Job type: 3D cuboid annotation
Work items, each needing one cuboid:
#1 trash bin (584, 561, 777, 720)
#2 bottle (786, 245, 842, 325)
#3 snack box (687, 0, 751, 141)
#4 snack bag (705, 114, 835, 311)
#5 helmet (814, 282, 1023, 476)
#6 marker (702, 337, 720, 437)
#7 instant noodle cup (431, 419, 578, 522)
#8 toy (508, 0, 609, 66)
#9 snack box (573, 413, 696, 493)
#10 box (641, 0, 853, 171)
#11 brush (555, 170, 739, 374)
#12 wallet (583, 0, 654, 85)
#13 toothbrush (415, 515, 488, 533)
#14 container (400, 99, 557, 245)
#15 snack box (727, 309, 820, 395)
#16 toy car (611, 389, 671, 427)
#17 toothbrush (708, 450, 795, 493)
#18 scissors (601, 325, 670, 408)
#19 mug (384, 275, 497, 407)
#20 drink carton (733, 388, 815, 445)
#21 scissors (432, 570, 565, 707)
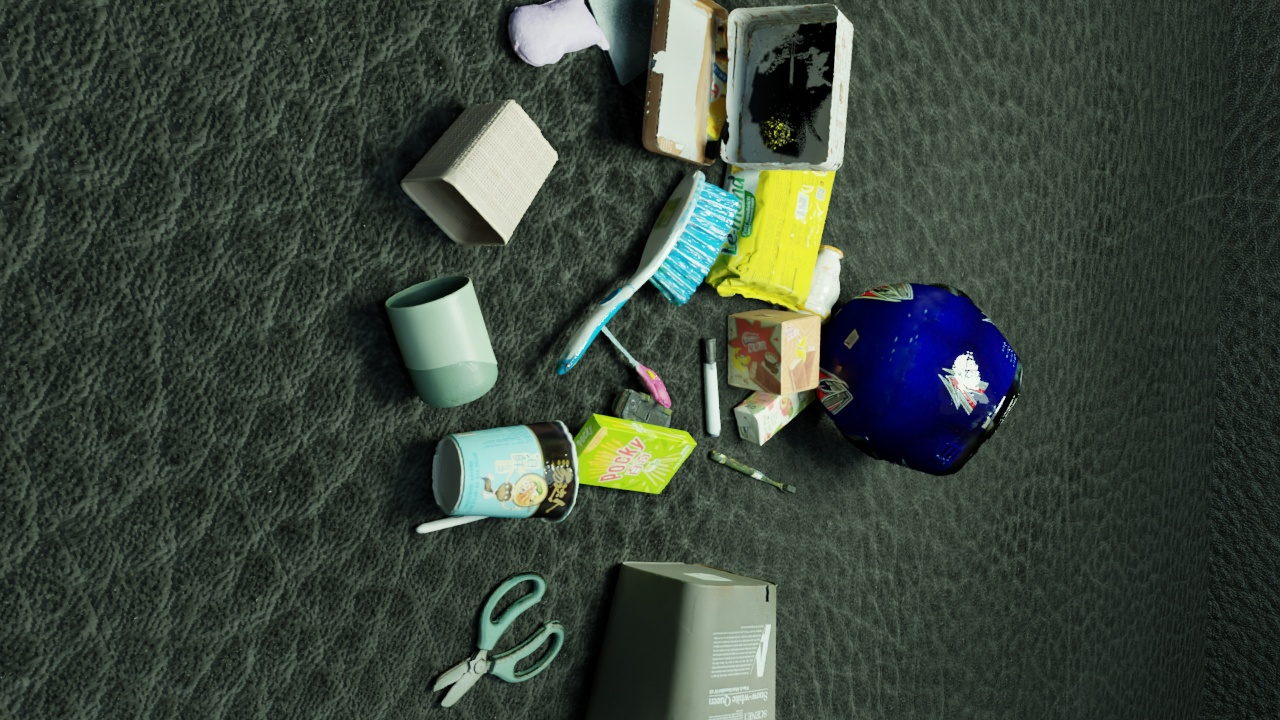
[{"bbox_3d":[0.057,0.362,1.091,0.198,0.199,0.219,13,83,-43],"label":"trash bin"},{"bbox_3d":[0.242,-0.102,1.251,0.063,0.063,0.108,30,78,-41],"label":"bottle"},{"bbox_3d":[0.075,-0.340,1.078,0.087,0.034,0.140,26,82,-41],"label":"snack box"},{"bbox_3d":[0.174,-0.188,1.172,0.157,0.068,0.246,12,89,-43],"label":"snack bag"},{"bbox_3d":[0.358,0.017,1.259,0.247,0.240,0.315,-57,174,-1],"label":"helmet"},{"bbox_3d":[0.091,0.034,1.171,0.022,0.018,0.131,-21,111,-48],"label":"marker"},{"bbox_3d":[-0.140,0.114,0.923,0.120,0.111,0.111,1,97,-35],"label":"instant noodle cup"},{"bbox_3d":[-0.087,-0.338,0.927,0.107,0.039,0.084,-34,105,-28],"label":"toy"},{"bbox_3d":[-0.015,0.109,1.057,0.156,0.026,0.086,16,119,-43],"label":"snack box"},{"bbox_3d":[0.132,-0.305,1.002,0.217,0.158,0.180,-2,100,-55],"label":"box"},{"bbox_3d":[0.011,-0.091,1.043,0.109,0.061,0.313,40,67,-33],"label":"brush"},{"bbox_3d":[-0.014,-0.375,1.002,0.097,0.019,0.121,-42,124,-27],"label":"wallet"},{"bbox_3d":[-0.157,0.156,0.971,0.179,0.016,0.016,-9,96,-41],"label":"toothbrush"},{"bbox_3d":[-0.148,-0.179,0.868,0.090,0.090,0.110,47,64,-37],"label":"container"},{"bbox_3d":[0.171,-0.012,1.183,0.076,0.093,0.094,-11,105,-40],"label":"snack box"},{"bbox_3d":[0.003,0.065,1.085,0.090,0.035,0.042,34,76,-46],"label":"toy car"},{"bbox_3d":[0.155,0.154,1.251,0.185,0.017,0.012,28,75,-41],"label":"toothbrush"},{"bbox_3d":[-0.007,0.006,1.054,0.017,0.072,0.137,-35,124,12],"label":"scissors"},{"bbox_3d":[-0.181,-0.022,0.879,0.111,0.082,0.106,-59,138,-60],"label":"mug"},{"bbox_3d":[0.181,0.057,1.238,0.122,0.045,0.053,-37,126,-31],"label":"drink carton"},{"bbox_3d":[-0.148,0.325,1.007,0.178,0.019,0.161,-50,127,-26],"label":"scissors"}]
